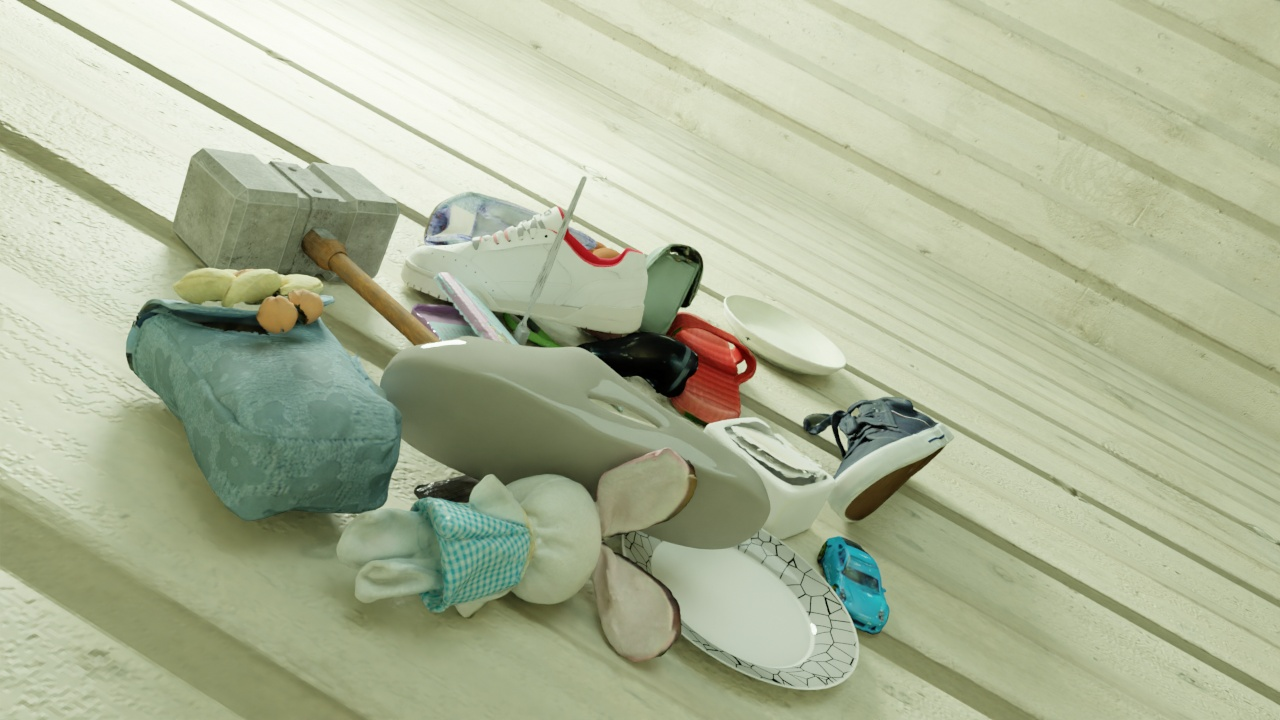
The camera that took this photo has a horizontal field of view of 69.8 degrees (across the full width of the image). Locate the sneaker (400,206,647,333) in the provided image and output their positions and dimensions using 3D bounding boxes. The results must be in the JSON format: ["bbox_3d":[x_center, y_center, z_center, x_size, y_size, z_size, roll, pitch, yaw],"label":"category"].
[{"bbox_3d":[-0.108,-0.099,0.888,0.236,0.104,0.090,11,12,2],"label":"sneaker"}]

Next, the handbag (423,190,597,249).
[{"bbox_3d":[-0.143,-0.122,0.997,0.158,0.069,0.127,17,-8,-31],"label":"handbag"}]

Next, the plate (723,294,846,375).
[{"bbox_3d":[0.187,-0.027,1.228,0.182,0.034,0.182,23,21,-10],"label":"plate"}]

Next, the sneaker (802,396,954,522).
[{"bbox_3d":[0.229,0.080,0.938,0.127,0.121,0.293,47,23,15],"label":"sneaker"}]

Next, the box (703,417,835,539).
[{"bbox_3d":[0.114,0.088,0.800,0.107,0.091,0.102,43,27,30],"label":"box"}]

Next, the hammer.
[{"bbox_3d":[-0.221,-0.057,0.745,0.318,0.083,0.162,38,24,26],"label":"hammer"}]

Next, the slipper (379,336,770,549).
[{"bbox_3d":[-0.036,0.043,0.617,0.266,0.113,0.080,20,48,-5],"label":"slipper"}]

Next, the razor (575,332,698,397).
[{"bbox_3d":[-0.005,0.005,0.889,0.140,0.053,0.063,1,73,-41],"label":"razor"}]

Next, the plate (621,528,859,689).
[{"bbox_3d":[0.069,0.168,0.661,0.188,0.016,0.188,23,21,-10],"label":"plate"}]

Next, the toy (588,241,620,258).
[{"bbox_3d":[-0.057,-0.115,1.128,0.095,0.065,0.127,24,11,-29],"label":"toy"}]

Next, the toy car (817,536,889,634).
[{"bbox_3d":[0.175,0.178,0.744,0.048,0.032,0.105,26,23,-6],"label":"toy car"}]

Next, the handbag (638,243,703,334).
[{"bbox_3d":[0.023,-0.079,1.023,0.067,0.106,0.122,34,1,-6],"label":"handbag"}]

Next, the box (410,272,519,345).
[{"bbox_3d":[-0.118,0.006,0.768,0.078,0.065,0.214,23,17,-48],"label":"box"}]

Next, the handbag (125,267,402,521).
[{"bbox_3d":[-0.221,0.006,0.550,0.121,0.119,0.192,5,25,-45],"label":"handbag"}]

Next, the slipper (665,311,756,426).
[{"bbox_3d":[0.077,-0.004,1.013,0.103,0.059,0.248,23,23,-11],"label":"slipper"}]

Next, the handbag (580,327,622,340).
[{"bbox_3d":[-0.078,-0.046,0.970,0.119,0.029,0.055,17,2,-7],"label":"handbag"}]

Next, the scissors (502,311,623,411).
[{"bbox_3d":[-0.071,-0.004,0.897,0.171,0.021,0.172,43,22,25],"label":"scissors"}]

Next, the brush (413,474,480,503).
[{"bbox_3d":[-0.094,0.090,0.655,0.039,0.012,0.151,37,22,26],"label":"brush"}]

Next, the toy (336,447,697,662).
[{"bbox_3d":[-0.078,0.114,0.546,0.205,0.131,0.106,3,0,-32],"label":"toy"}]

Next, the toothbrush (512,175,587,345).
[{"bbox_3d":[-0.080,-0.076,0.791,0.010,0.182,0.010,4,35,-37],"label":"toothbrush"}]

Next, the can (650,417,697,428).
[{"bbox_3d":[-0.001,0.082,0.725,0.054,0.054,0.135,36,22,21],"label":"can"}]
